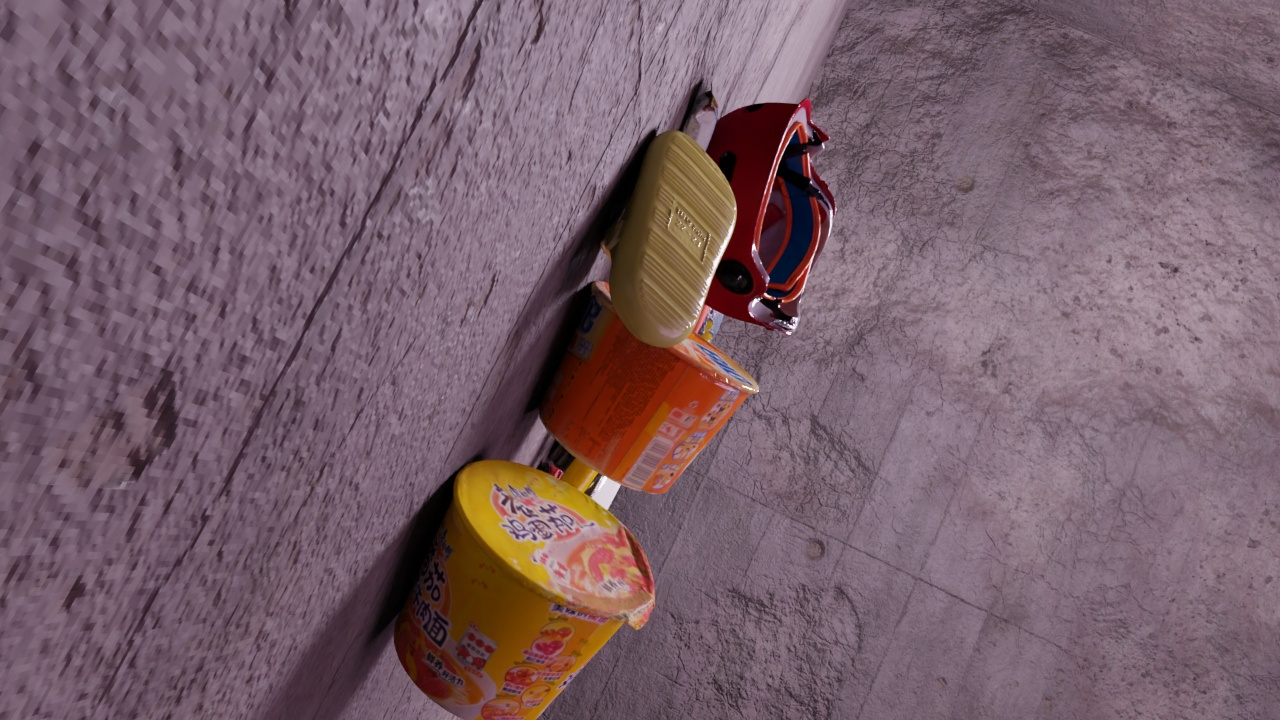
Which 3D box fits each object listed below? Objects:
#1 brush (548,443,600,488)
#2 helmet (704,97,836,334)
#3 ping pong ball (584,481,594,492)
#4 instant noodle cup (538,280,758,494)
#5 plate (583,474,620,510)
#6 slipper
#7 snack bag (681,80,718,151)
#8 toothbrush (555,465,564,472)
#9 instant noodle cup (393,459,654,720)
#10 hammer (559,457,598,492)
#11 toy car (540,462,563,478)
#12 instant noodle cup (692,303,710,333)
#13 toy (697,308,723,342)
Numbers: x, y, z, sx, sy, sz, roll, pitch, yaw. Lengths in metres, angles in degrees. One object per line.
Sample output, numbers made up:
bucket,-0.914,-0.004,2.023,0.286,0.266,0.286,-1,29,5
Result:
brush,-0.048,0.086,0.979,0.069,0.063,0.145,-52,178,4
helmet,0.098,-0.148,0.903,0.206,0.144,0.240,-66,154,-26
ping pong ball,-0.075,0.141,1.110,0.040,0.040,0.040,28,87,-86
instant noodle cup,-0.001,0.024,0.710,0.111,0.151,0.151,-57,177,10
plate,-0.081,0.203,1.161,0.162,0.034,0.264,-47,-172,42
slipper,0.007,-0.085,0.653,0.082,0.091,0.190,-18,-141,35
snack bag,0.045,-0.186,0.785,0.048,0.026,0.104,-80,-169,-58
toothbrush,-0.119,0.188,1.039,0.190,0.014,0.016,-65,175,17
instant noodle cup,-0.077,0.144,0.558,0.110,0.138,0.138,-57,178,14
hammer,-0.072,0.125,0.837,0.299,0.033,0.129,-53,133,-27
toy car,-0.096,0.139,0.920,0.049,0.031,0.106,-62,177,-25
instant noodle cup,0.051,-0.090,1.064,0.164,0.079,0.189,-62,176,-33
toy,0.081,-0.078,1.444,0.357,0.091,0.137,113,-8,-54
